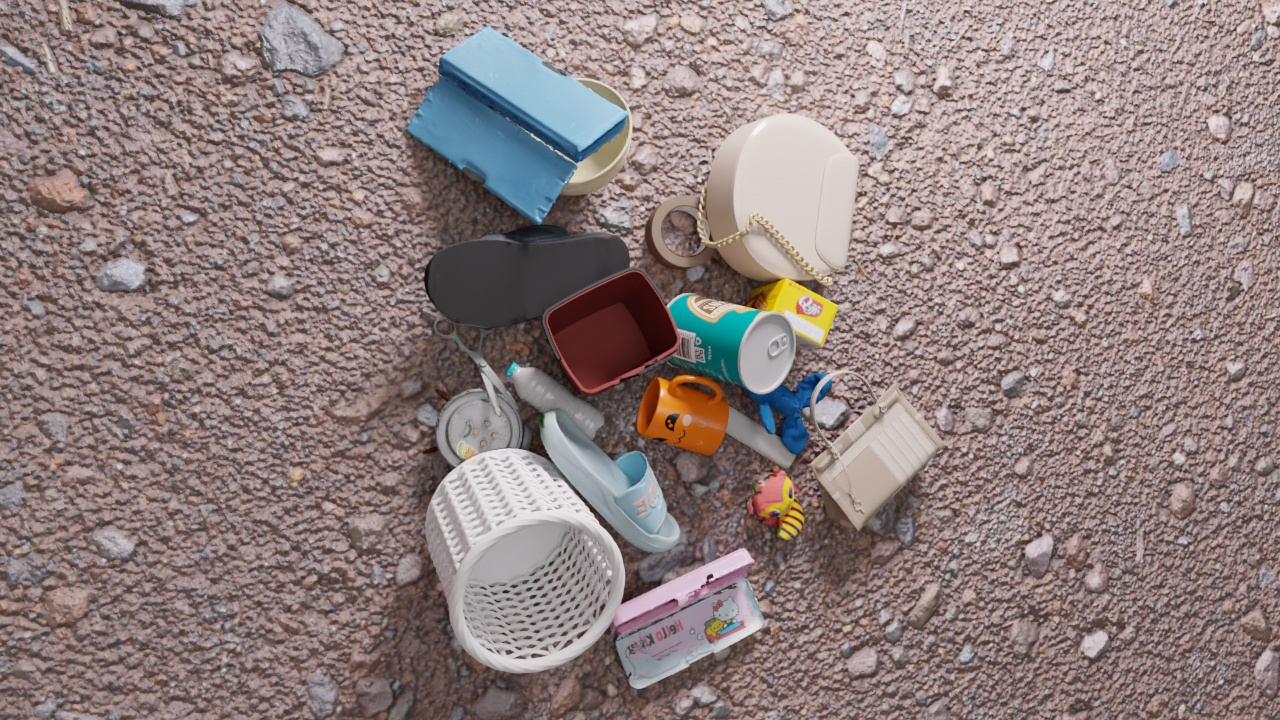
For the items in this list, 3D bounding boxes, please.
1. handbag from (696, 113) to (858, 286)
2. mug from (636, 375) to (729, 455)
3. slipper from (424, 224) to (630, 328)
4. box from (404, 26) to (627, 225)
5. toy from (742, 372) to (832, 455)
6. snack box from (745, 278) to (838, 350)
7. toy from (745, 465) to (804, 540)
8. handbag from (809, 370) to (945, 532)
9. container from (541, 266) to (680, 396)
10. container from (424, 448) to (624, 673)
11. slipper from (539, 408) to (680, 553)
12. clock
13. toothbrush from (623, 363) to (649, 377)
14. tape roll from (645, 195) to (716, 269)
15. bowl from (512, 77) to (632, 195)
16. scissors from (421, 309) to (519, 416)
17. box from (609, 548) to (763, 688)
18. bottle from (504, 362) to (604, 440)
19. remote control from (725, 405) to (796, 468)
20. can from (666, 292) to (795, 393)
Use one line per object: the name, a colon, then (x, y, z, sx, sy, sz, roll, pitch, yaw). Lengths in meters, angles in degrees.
handbag: (0.191, -0.208, 1.194, 0.208, 0.103, 0.210, 10, 87, -30)
mug: (0.061, 0.060, 1.164, 0.096, 0.113, 0.077, 17, 41, -15)
slipper: (-0.145, -0.110, 1.124, 0.265, 0.083, 0.109, -13, 116, -31)
box: (-0.153, -0.288, 1.083, 0.232, 0.060, 0.175, 35, 80, 18)
toy: (0.176, 0.037, 1.215, 0.176, 0.071, 0.112, 35, 84, -10)
snack box: (0.191, -0.056, 1.201, 0.083, 0.106, 0.061, 26, 79, -15)
toy: (0.183, 0.190, 1.228, 0.084, 0.046, 0.103, -44, 112, -35)
handbag: (0.292, 0.098, 1.230, 0.175, 0.062, 0.198, -41, 113, -13)
container: (-0.032, -0.031, 1.081, 0.148, 0.201, 0.127, -28, 86, -14)
container: (-0.137, 0.219, 1.039, 0.189, 0.187, 0.189, -7, 110, -20)
slipper: (-0.026, 0.143, 1.117, 0.074, 0.104, 0.245, -38, 112, 12)
clock: (-0.184, 0.089, 1.120, 0.147, 0.056, 0.104, 12, 86, -13)
toothbrush: (-0.007, 0.007, 1.191, 0.134, 0.016, 0.021, -20, 86, -15)
tape roll: (0.055, -0.167, 1.203, 0.093, 0.030, 0.093, 0, 89, -16)
bowl: (-0.080, -0.263, 1.131, 0.151, 0.075, 0.150, -3, 69, 7)
scissors: (-0.206, -0.001, 1.109, 0.130, 0.014, 0.153, 7, 59, -13)
box: (0.065, 0.334, 1.178, 0.201, 0.111, 0.101, -21, 70, -16)
bottle: (-0.109, 0.049, 1.147, 0.136, 0.044, 0.044, 36, 80, -13)
remote control: (0.154, 0.102, 1.237, 0.131, 0.012, 0.033, 32, 81, -14)
can: (0.105, -0.024, 1.141, 0.099, 0.144, 0.099, -14, 111, -39)
